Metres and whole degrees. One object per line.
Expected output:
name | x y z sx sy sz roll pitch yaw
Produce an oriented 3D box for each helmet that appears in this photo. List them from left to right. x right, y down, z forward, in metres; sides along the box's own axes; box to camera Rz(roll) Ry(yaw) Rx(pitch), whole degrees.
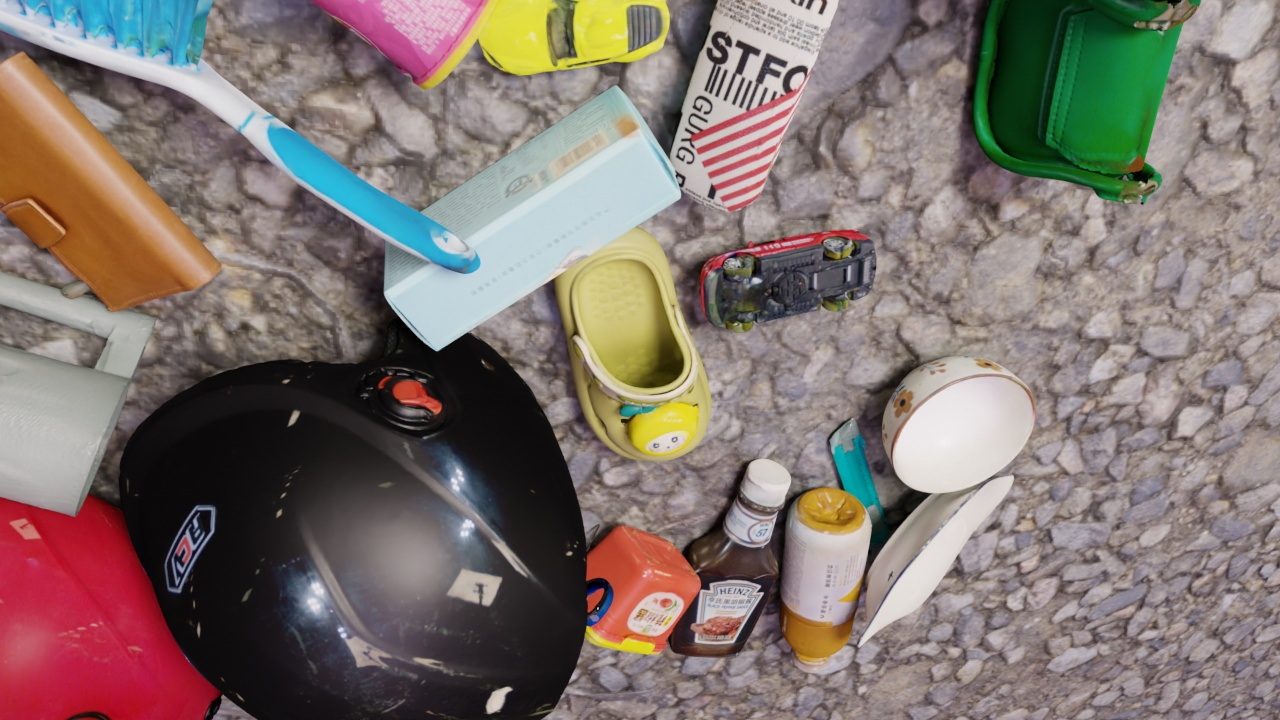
helmet | -0.356 0.158 0.566 0.240 0.207 0.144 33 81 -35
helmet | -0.157 0.114 0.549 0.274 0.230 0.234 19 117 -42

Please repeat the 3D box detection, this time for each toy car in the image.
toy car | -0.036 -0.181 0.497 0.105 0.032 0.048 -9 126 -6
toy car | 0.096 -0.056 0.609 0.120 0.045 0.053 -13 124 -11

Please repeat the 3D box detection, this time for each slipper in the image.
slipper | -0.004 0.004 0.606 0.091 0.081 0.191 -17 124 1

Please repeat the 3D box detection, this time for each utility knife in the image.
utility knife | 0.197 0.131 0.784 0.029 0.013 0.221 -24 127 3

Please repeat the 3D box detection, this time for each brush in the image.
brush | -0.208 -0.145 0.433 0.314 0.060 0.110 23 125 -9

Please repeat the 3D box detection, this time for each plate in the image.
plate | 0.238 0.157 0.768 0.164 0.034 0.164 -4 128 -51

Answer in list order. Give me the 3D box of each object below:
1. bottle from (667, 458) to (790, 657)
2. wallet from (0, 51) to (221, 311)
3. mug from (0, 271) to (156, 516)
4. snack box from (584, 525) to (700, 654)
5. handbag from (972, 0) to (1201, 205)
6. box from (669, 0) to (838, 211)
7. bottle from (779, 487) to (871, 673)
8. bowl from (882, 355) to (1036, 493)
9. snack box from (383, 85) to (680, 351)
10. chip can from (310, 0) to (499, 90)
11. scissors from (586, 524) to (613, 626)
bottle | 0.077 0.167 0.763 0.079 0.044 0.195 7 121 -16
wallet | -0.298 -0.084 0.480 0.119 0.035 0.131 -11 128 34
mug | -0.350 0.015 0.517 0.103 0.123 0.084 21 158 -24
snack box | -0.007 0.179 0.728 0.080 0.082 0.091 -52 137 9
handbag | 0.255 -0.164 0.527 0.068 0.120 0.131 -13 125 -12
box | 0.065 -0.171 0.527 0.075 0.081 0.164 23 123 9
bottle | 0.153 0.195 0.784 0.068 0.068 0.190 -8 126 -9
bowl | 0.234 0.039 0.699 0.113 0.062 0.114 -6 126 -8
snack box | -0.066 -0.083 0.532 0.175 0.074 0.051 -31 125 8
chip can | -0.165 -0.217 0.416 0.210 0.071 0.071 34 111 -30
scissors | -0.063 0.177 0.665 0.012 0.176 0.162 47 62 -11
